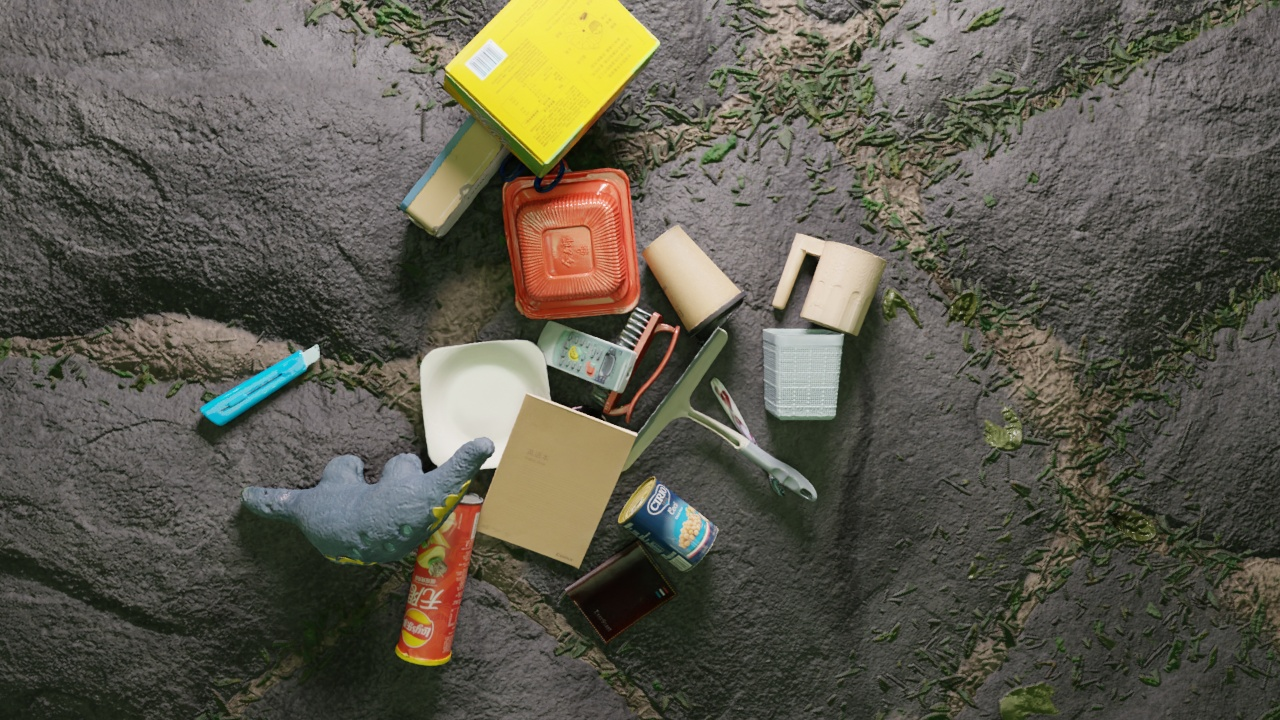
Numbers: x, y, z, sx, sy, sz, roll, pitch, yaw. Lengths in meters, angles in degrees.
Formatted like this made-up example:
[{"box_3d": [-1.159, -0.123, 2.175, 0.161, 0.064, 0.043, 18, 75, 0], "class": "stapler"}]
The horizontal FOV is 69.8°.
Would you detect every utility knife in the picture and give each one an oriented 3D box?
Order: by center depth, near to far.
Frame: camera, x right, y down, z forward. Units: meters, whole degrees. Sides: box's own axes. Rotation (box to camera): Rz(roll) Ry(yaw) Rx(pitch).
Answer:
[{"box_3d": [-0.477, 0.030, 1.164, 0.166, 0.018, 0.034, -33, 96, -3], "class": "utility knife"}]

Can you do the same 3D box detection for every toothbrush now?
[{"box_3d": [0.144, 0.104, 1.225, 0.016, 0.017, 0.187, -31, 97, 1], "class": "toothbrush"}]

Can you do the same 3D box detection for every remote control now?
[{"box_3d": [-0.072, -0.006, 1.164, 0.135, 0.019, 0.056, 21, 91, 25], "class": "remote control"}]

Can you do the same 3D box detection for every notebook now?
[{"box_3d": [-0.112, 0.157, 1.177, 0.149, 0.012, 0.212, 21, 110, -6], "class": "notebook"}]

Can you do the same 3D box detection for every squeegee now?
[{"box_3d": [0.130, 0.111, 1.200, 0.246, 0.039, 0.247, 33, 112, -8], "class": "squeegee"}]

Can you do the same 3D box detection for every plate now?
[{"box_3d": [-0.196, 0.057, 1.183, 0.164, 0.034, 0.163, -5, 95, -4], "class": "plate"}]

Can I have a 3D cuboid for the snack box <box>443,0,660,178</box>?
[{"box_3d": [-0.104, -0.344, 1.075, 0.157, 0.070, 0.209, 42, 79, -8], "class": "snack box"}]

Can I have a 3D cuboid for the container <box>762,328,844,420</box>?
[{"box_3d": [0.208, 0.017, 1.191, 0.090, 0.090, 0.111, 0, 96, -5], "class": "container"}]

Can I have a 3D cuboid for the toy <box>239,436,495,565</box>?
[{"box_3d": [-0.334, 0.180, 1.125, 0.357, 0.091, 0.138, -10, 86, 16], "class": "toy"}]

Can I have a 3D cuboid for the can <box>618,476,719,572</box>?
[{"box_3d": [0.037, 0.214, 1.195, 0.111, 0.075, 0.075, 39, 90, -7], "class": "can"}]

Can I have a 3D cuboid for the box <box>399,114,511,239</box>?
[{"box_3d": [-0.218, -0.237, 1.134, 0.059, 0.090, 0.184, 36, 88, -6], "class": "box"}]

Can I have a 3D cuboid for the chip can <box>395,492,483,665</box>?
[{"box_3d": [-0.257, 0.275, 1.174, 0.073, 0.073, 0.216, 13, 93, -6], "class": "chip can"}]

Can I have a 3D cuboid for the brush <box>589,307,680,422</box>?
[{"box_3d": [-0.007, 0.007, 1.182, 0.069, 0.063, 0.146, 29, 92, 7], "class": "brush"}]

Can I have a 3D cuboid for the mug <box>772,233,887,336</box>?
[{"box_3d": [0.244, -0.099, 1.196, 0.125, 0.084, 0.103, 21, 94, 18], "class": "mug"}]

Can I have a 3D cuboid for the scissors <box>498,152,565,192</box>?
[{"box_3d": [-0.102, -0.274, 1.142, 0.169, 0.012, 0.146, -30, 58, -2], "class": "scissors"}]

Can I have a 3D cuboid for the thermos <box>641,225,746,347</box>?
[{"box_3d": [0.067, -0.097, 1.173, 0.093, 0.093, 0.143, -38, 89, -2], "class": "thermos"}]

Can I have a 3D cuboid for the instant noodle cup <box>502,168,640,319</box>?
[{"box_3d": [-0.087, -0.139, 1.147, 0.164, 0.079, 0.189, -6, 106, 2], "class": "instant noodle cup"}]

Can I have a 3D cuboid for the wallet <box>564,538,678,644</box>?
[{"box_3d": [-0.025, 0.309, 1.226, 0.122, 0.020, 0.096, -34, 96, 0], "class": "wallet"}]

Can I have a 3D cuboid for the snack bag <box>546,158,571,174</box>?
[{"box_3d": [-0.078, -0.217, 1.178, 0.105, 0.026, 0.045, 36, 89, -8], "class": "snack bag"}]

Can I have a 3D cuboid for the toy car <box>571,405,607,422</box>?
[{"box_3d": [-0.085, 0.116, 1.195, 0.056, 0.037, 0.122, 23, 95, -9], "class": "toy car"}]
